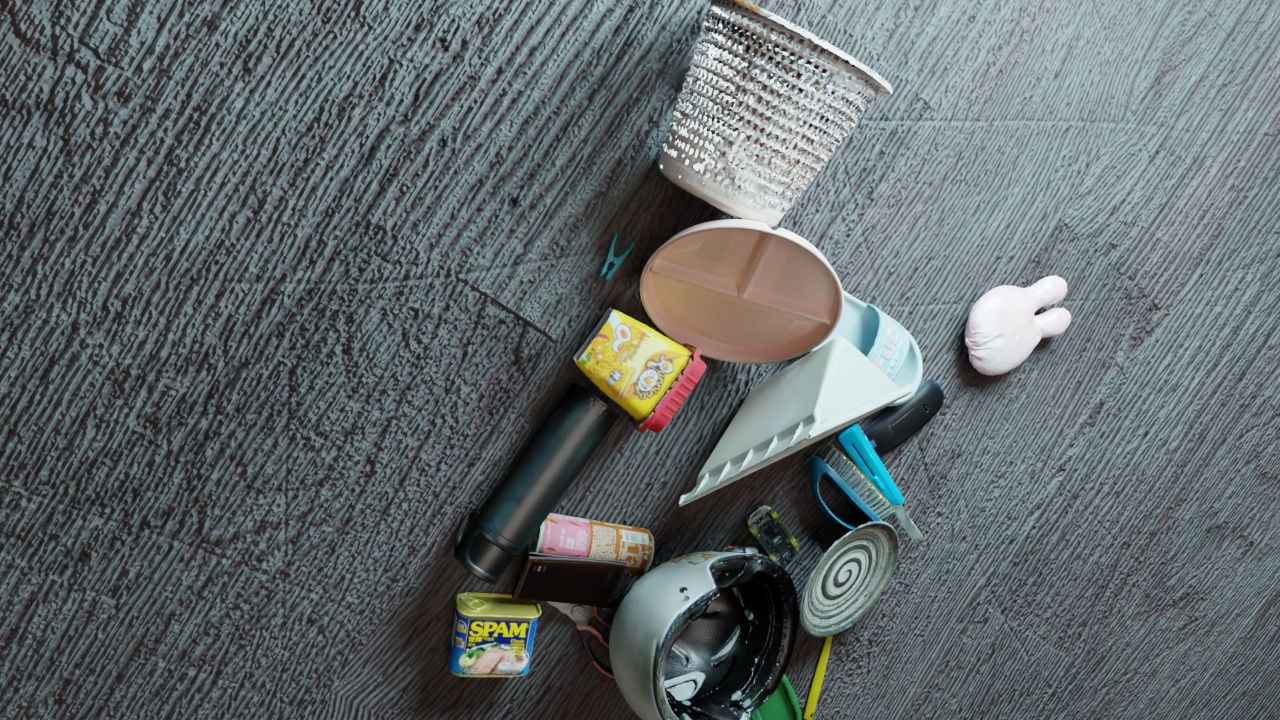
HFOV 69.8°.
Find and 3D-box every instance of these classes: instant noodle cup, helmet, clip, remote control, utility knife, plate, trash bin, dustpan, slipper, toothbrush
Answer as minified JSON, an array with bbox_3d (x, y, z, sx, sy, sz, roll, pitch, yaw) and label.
[{"bbox_3d":[-0.006,0.006,1.062,0.123,0.116,0.116,36,90,-9],"label":"instant noodle cup"},{"bbox_3d":[0.062,0.333,1.112,0.273,0.157,0.230,-5,100,-53],"label":"helmet"},{"bbox_3d":[-0.031,-0.120,1.073,0.038,0.013,0.055,26,94,-19],"label":"clip"},{"bbox_3d":[0.353,0.078,1.223,0.136,0.024,0.053,-38,109,-6],"label":"remote control"},{"bbox_3d":[0.327,0.168,1.234,0.034,0.018,0.216,-24,114,30],"label":"utility knife"},{"bbox_3d":[0.270,0.285,1.205,0.179,0.024,0.180,-17,123,-29],"label":"plate"},{"bbox_3d":[0.126,-0.260,0.998,0.227,0.227,0.192,22,107,-20],"label":"trash bin"},{"bbox_3d":[0.204,0.089,1.071,0.142,0.223,0.256,43,46,-10],"label":"dustpan"},{"bbox_3d":[0.265,-0.030,1.148,0.245,0.074,0.104,31,90,-19],"label":"slipper"},{"bbox_3d":[0.114,-0.076,1.042,0.229,0.230,0.028,28,50,-20],"label":"plate"},{"bbox_3d":[0.257,0.412,1.270,0.015,0.016,0.190,10,99,-21],"label":"toothbrush"}]

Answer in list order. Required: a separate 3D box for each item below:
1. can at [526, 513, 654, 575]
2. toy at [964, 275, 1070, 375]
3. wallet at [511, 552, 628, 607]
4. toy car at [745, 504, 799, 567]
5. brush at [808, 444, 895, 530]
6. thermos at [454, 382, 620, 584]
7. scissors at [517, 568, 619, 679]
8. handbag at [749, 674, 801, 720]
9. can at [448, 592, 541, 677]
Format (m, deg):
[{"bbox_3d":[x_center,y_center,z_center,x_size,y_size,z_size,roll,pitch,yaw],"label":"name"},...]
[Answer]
[{"bbox_3d":[-0.060,0.223,1.114,0.147,0.058,0.058,13,97,-18],"label":"can"},{"bbox_3d":[0.502,-0.048,1.224,0.159,0.054,0.121,-22,114,-11],"label":"toy"},{"bbox_3d":[-0.085,0.262,1.098,0.122,0.020,0.097,9,136,-16],"label":"wallet"},{"bbox_3d":[0.170,0.227,1.195,0.042,0.035,0.090,-38,109,-8],"label":"toy car"},{"bbox_3d":[0.270,0.177,1.203,0.073,0.055,0.144,-46,110,-5],"label":"brush"},{"bbox_3d":[-0.128,0.136,1.066,0.242,0.090,0.068,-53,145,-6],"label":"thermos"},{"bbox_3d":[-0.059,0.316,1.158,0.204,0.015,0.203,-6,103,-14],"label":"scissors"},{"bbox_3d":[0.144,0.459,1.220,0.120,0.068,0.131,-26,107,-9],"label":"handbag"},{"bbox_3d":[-0.177,0.331,1.104,0.102,0.057,0.083,7,102,-17],"label":"can"}]
